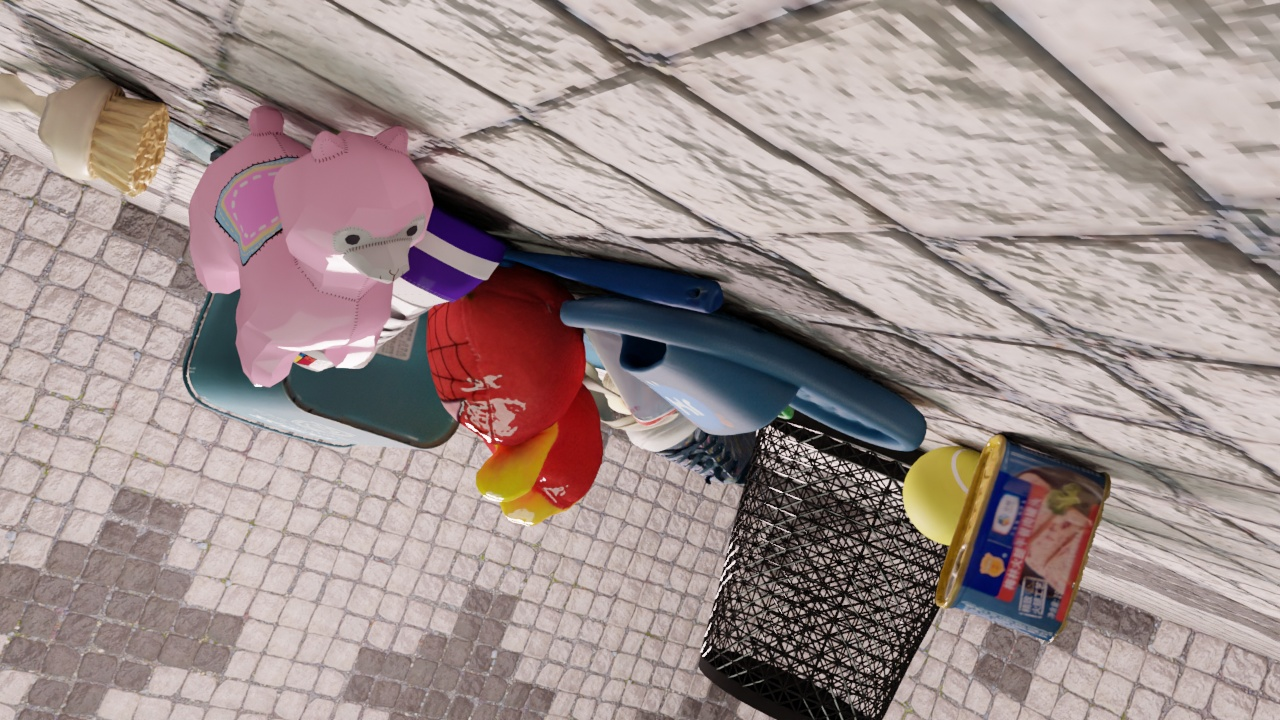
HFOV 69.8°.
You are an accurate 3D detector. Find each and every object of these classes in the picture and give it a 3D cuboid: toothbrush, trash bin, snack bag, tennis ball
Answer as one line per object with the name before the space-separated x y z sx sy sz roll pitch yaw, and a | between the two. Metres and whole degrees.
toothbrush | -0.029 -0.046 0.470 0.017 0.016 0.190 16 -179 -44
trash bin | 0.171 0.191 0.827 0.217 0.243 0.217 22 175 2
trash bin | -0.254 -0.021 0.799 0.196 0.199 0.219 24 168 -36
snack bag | -0.003 0.003 0.590 0.077 0.036 0.116 60 178 5
tennis ball | 0.207 0.089 0.604 0.065 0.065 0.065 22 175 2

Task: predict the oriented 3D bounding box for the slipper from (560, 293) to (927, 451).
slipper | 0.057 0.013 0.491 0.213 0.059 0.104 21 174 -14

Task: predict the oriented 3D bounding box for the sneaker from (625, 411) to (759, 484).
sneaker | 0.066 0.078 0.866 0.235 0.088 0.079 19 -134 -64

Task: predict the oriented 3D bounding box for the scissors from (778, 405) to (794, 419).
scissors | 0.082 0.014 0.593 0.132 0.011 0.125 11 162 34

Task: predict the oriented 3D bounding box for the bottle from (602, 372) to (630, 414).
bottle | -0.007 0.029 0.949 0.056 0.056 0.162 23 175 -10

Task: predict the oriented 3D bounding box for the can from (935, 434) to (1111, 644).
can | 0.205 0.097 0.497 0.059 0.099 0.054 20 176 12

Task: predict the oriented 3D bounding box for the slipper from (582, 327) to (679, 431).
slipper | -0.036 0.007 0.740 0.295 0.060 0.118 14 160 42

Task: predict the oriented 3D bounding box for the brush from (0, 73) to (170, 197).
brush | -0.368 -0.156 0.584 0.272 0.062 0.077 23 173 42

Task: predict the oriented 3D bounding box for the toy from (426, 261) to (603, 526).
toy | -0.080 0.016 0.615 0.098 0.147 0.217 -17 146 -6

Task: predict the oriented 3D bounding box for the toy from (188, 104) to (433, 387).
toy | -0.145 -0.056 0.401 0.067 0.158 0.123 -17 -113 -39

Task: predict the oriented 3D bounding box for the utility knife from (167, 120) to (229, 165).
utility knife | -0.241 -0.111 0.631 0.029 0.020 0.203 -19 144 35

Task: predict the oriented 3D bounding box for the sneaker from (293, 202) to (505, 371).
sneaker | -0.167 -0.044 0.530 0.091 0.111 0.244 25 174 -33
